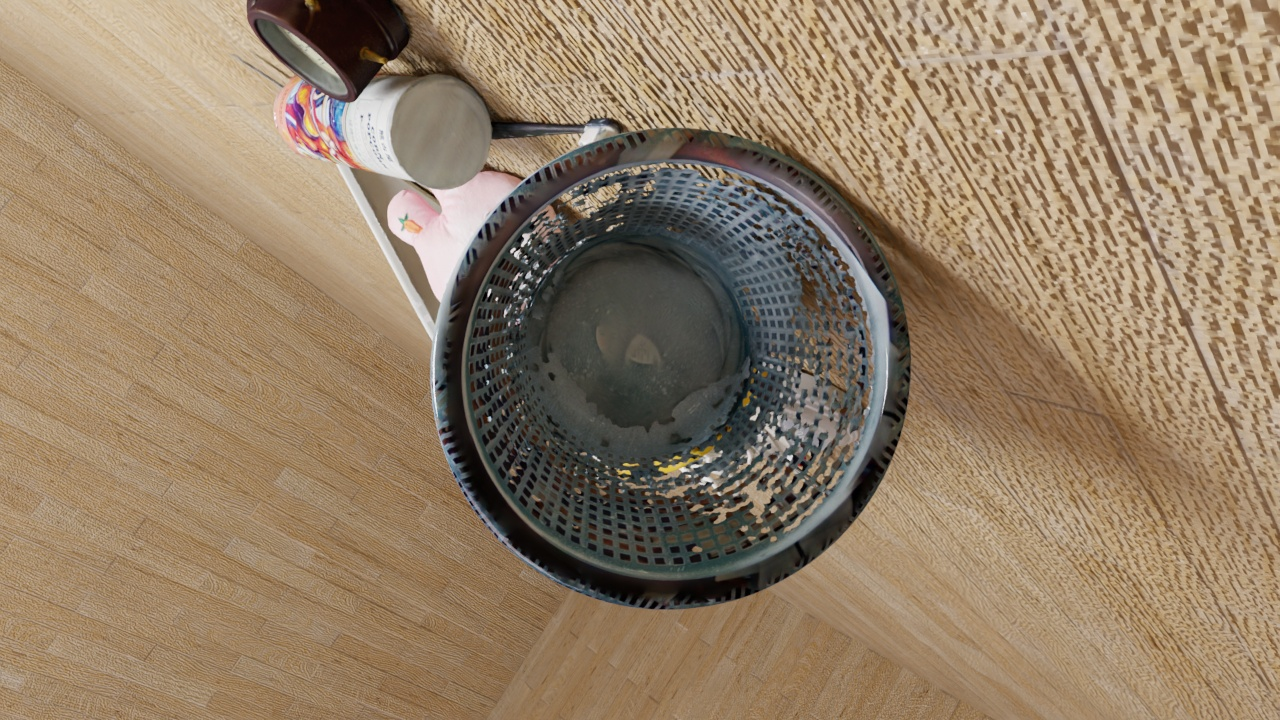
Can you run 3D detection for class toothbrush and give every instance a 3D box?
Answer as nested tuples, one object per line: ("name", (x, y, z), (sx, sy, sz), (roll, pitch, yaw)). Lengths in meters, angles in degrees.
("toothbrush", (-0.068, -0.141, 0.572), (0.015, 0.018, 0.181), (35, 171, -37))

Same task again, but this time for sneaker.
("sneaker", (0.057, 0.059, 0.749), (0.243, 0.090, 0.089), (1, 146, 38))

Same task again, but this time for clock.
("clock", (-0.194, -0.202, 0.560), (0.082, 0.055, 0.122), (41, 164, -35))

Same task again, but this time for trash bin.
("trash bin", (0.007, -0.003, 0.518), (0.226, 0.226, 0.195), (35, -179, -9))

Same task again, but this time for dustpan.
("dustpan", (-0.248, -0.092, 0.960), (0.258, 0.142, 0.223), (31, 169, 3))

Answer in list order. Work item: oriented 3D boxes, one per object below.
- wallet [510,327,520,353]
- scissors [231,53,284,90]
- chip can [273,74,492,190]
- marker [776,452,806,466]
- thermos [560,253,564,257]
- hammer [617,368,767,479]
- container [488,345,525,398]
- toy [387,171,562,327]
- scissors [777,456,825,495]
("wallet", (-0.095, -0.026, 0.857), (0.087, 0.024, 0.115), (26, -159, -23))
("scissors", (-0.285, -0.218, 0.815), (0.180, 0.014, 0.159), (34, 179, -23))
("chip can", (-0.191, -0.169, 0.653), (0.215, 0.071, 0.071), (22, 164, 47))
("marker", (0.125, 0.090, 1.000), (0.017, 0.017, 0.145), (41, 166, -34))
("thermos", (-0.050, -0.051, 0.738), (0.089, 0.068, 0.243), (15, -178, -40))
("hammer", (-0.005, 0.004, 0.760), (0.033, 0.128, 0.300), (51, 177, -28))
("container", (-0.142, 0.006, 1.212), (0.114, 0.090, 0.090), (28, 167, 42))
("toy", (-0.132, -0.097, 0.709), (0.159, 0.121, 0.054), (38, -161, 17))
("scissors", (0.086, 0.052, 0.866), (0.227, 0.015, 0.189), (44, 174, -27))
